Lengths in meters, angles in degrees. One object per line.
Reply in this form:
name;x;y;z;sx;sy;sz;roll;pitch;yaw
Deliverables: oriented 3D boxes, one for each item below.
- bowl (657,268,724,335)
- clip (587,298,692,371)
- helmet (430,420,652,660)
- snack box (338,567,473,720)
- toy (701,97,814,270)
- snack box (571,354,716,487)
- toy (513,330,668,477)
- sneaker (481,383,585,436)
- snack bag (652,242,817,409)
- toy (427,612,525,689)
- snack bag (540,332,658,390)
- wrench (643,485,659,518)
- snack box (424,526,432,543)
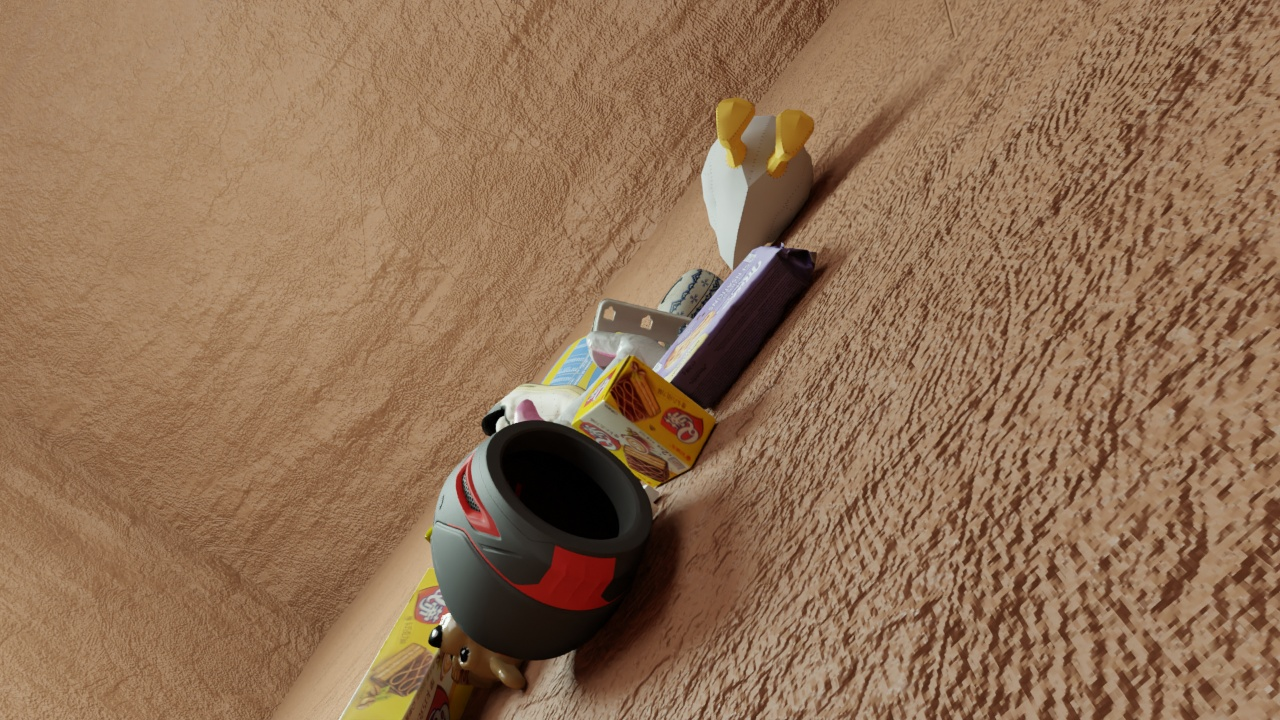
bowl;0.065;-0.077;1.250;0.115;0.059;0.115;-50;9;10
clip;-0.007;0.004;1.148;0.091;0.125;0.151;-99;22;-75
helmet;-0.092;0.153;0.769;0.264;0.164;0.170;-114;44;-61
snack box;-0.217;0.320;0.916;0.229;0.062;0.110;-70;-22;-64
toy;0.155;-0.234;1.214;0.268;0.141;0.246;73;-147;-71
snack box;0.002;0.058;0.867;0.061;0.106;0.084;-57;10;-32
toy;-0.051;0.094;1.054;0.265;0.187;0.128;-57;-31;-14
sneaker;-0.136;0.088;1.235;0.102;0.089;0.242;-26;20;-33
snack bag;0.096;-0.036;0.932;0.205;0.058;0.096;-49;11;0
toy;-0.145;0.253;0.876;0.134;0.105;0.108;143;141;-60
snack bag;-0.058;0.034;1.351;0.206;0.102;0.158;-23;28;51
wrench;-0.062;0.204;0.912;0.274;0.018;0.066;-47;10;38
snack box;-0.181;0.151;1.121;0.181;0.045;0.121;-46;6;36
